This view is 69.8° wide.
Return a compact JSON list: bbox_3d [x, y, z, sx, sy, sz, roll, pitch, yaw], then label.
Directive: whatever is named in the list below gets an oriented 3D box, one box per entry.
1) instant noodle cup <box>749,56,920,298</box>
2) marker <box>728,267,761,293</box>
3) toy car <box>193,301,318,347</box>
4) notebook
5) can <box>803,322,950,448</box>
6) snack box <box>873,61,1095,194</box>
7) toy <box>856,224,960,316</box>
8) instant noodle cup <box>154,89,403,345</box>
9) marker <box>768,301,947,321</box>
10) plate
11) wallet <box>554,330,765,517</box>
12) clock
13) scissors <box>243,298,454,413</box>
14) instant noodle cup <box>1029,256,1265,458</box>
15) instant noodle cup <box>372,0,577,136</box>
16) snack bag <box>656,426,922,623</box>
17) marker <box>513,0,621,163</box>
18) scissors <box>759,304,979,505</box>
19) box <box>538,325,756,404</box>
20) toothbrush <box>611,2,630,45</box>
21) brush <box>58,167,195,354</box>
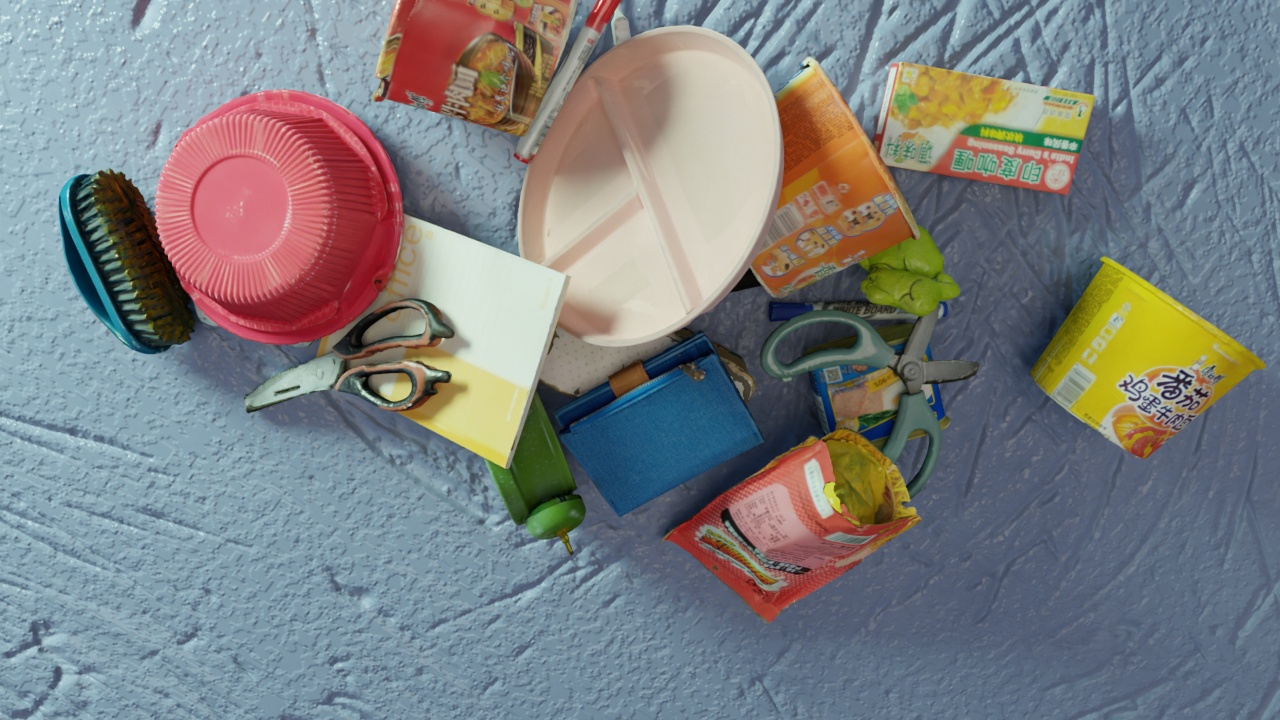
[{"bbox_3d":[0.115,-0.124,0.665,0.111,0.151,0.151,-32,104,15],"label":"instant noodle cup"},{"bbox_3d":[0.075,-0.066,0.739,0.132,0.020,0.022,-13,144,2],"label":"marker"},{"bbox_3d":[-0.303,-0.043,0.726,0.105,0.031,0.049,15,102,-4],"label":"toy car"},{"bbox_3d":[-0.155,-0.026,0.682,0.206,0.010,0.146,23,99,27],"label":"notebook"},{"bbox_3d":[0.191,0.022,0.750,0.102,0.057,0.083,-16,103,3],"label":"can"},{"bbox_3d":[0.263,-0.179,0.711,0.156,0.027,0.077,8,106,-4],"label":"snack box"},{"bbox_3d":[0.200,-0.075,0.709,0.097,0.099,0.031,17,141,15],"label":"toy"},{"bbox_3d":[-0.276,-0.107,0.669,0.194,0.065,0.194,0,93,7],"label":"instant noodle cup"},{"bbox_3d":[0.178,-0.041,0.752,0.146,0.017,0.017,-1,105,-2],"label":"marker"},{"bbox_3d":[0.003,-0.120,0.644,0.028,0.229,0.230,16,109,-50],"label":"plate"},{"bbox_3d":[0.014,0.050,0.697,0.133,0.040,0.106,-29,114,7],"label":"wallet"},{"bbox_3d":[-0.088,0.082,0.726,0.056,0.116,0.161,-23,102,-7],"label":"clock"},{"bbox_3d":[-0.231,0.021,0.706,0.182,0.015,0.210,43,109,22],"label":"scissors"},{"bbox_3d":[0.386,0.003,0.717,0.138,0.137,0.110,30,110,-10],"label":"instant noodle cup"},{"bbox_3d":[-0.111,-0.228,0.635,0.108,0.138,0.138,18,104,-16],"label":"instant noodle cup"},{"bbox_3d":[0.115,0.138,0.737,0.128,0.073,0.208,35,136,-8],"label":"snack bag"},{"bbox_3d":[-0.054,-0.212,0.681,0.017,0.017,0.145,30,105,-10],"label":"marker"},{"bbox_3d":[0.172,0.035,0.714,0.174,0.019,0.170,6,100,-2],"label":"scissors"},{"bbox_3d":[-0.004,0.004,0.735,0.184,0.063,0.090,29,102,-7],"label":"box"},{"bbox_3d":[-0.027,-0.319,0.667,0.016,0.016,0.180,-10,105,-2],"label":"toothbrush"},{"bbox_3d":[-0.401,-0.071,0.703,0.074,0.055,0.144,-13,106,19],"label":"brush"}]
